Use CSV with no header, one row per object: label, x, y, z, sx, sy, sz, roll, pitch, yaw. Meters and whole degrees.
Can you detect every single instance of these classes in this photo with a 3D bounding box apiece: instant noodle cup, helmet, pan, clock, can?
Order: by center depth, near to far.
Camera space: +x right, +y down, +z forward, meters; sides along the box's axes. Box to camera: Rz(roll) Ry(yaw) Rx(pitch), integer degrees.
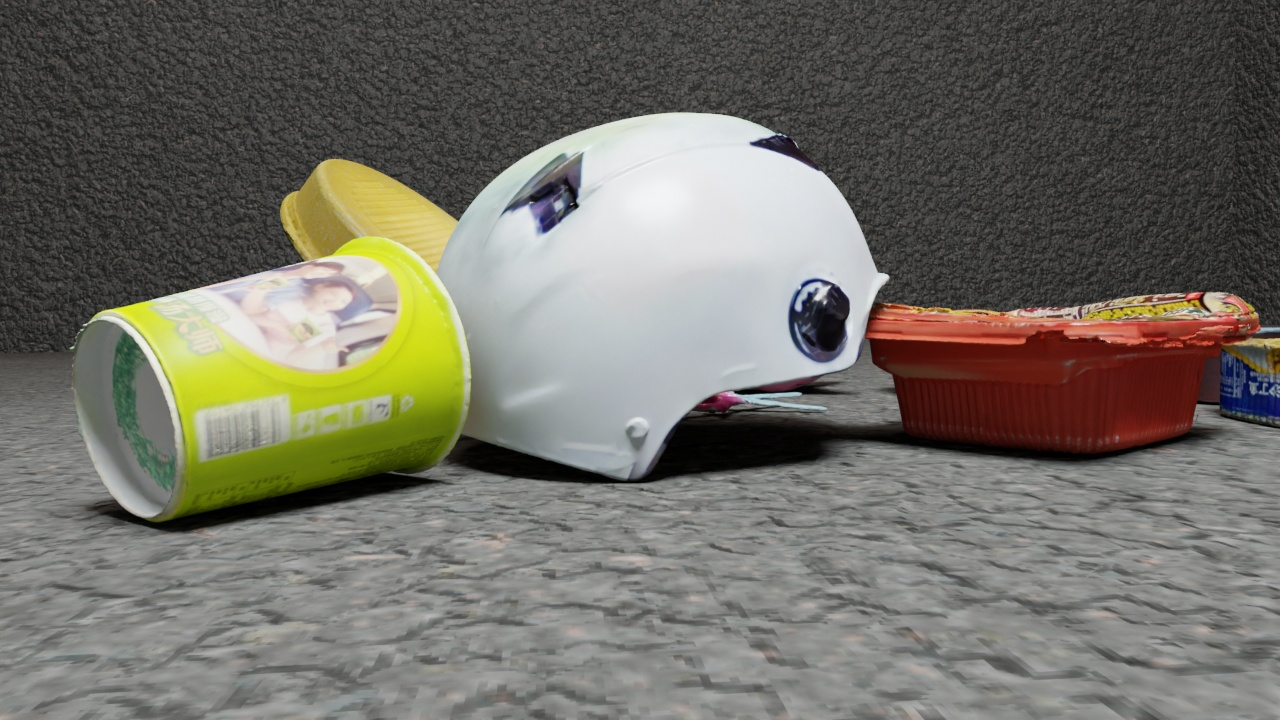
instant noodle cup,-0.153,0.010,0.378,0.112,0.112,0.123,1,12,37
helmet,0.000,-0.056,0.497,0.258,0.146,0.229,-28,16,-22
instant noodle cup,0.220,0.004,0.503,0.188,0.079,0.165,-3,3,-36
can,0.400,0.013,0.535,0.074,0.049,0.148,-1,3,1
clock,0.430,0.002,0.687,0.082,0.055,0.122,-3,2,-13
pan,-0.148,-0.062,0.708,0.197,0.078,0.357,41,12,-1

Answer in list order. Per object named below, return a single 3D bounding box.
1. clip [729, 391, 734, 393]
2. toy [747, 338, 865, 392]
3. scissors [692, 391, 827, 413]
clip,0.048,0.025,0.734,0.058,0.045,0.027,10,4,19
toy,0.113,-0.007,0.846,0.178,0.074,0.194,-11,-1,5
scissors,0.068,0.028,0.683,0.133,0.017,0.131,-3,9,-38
